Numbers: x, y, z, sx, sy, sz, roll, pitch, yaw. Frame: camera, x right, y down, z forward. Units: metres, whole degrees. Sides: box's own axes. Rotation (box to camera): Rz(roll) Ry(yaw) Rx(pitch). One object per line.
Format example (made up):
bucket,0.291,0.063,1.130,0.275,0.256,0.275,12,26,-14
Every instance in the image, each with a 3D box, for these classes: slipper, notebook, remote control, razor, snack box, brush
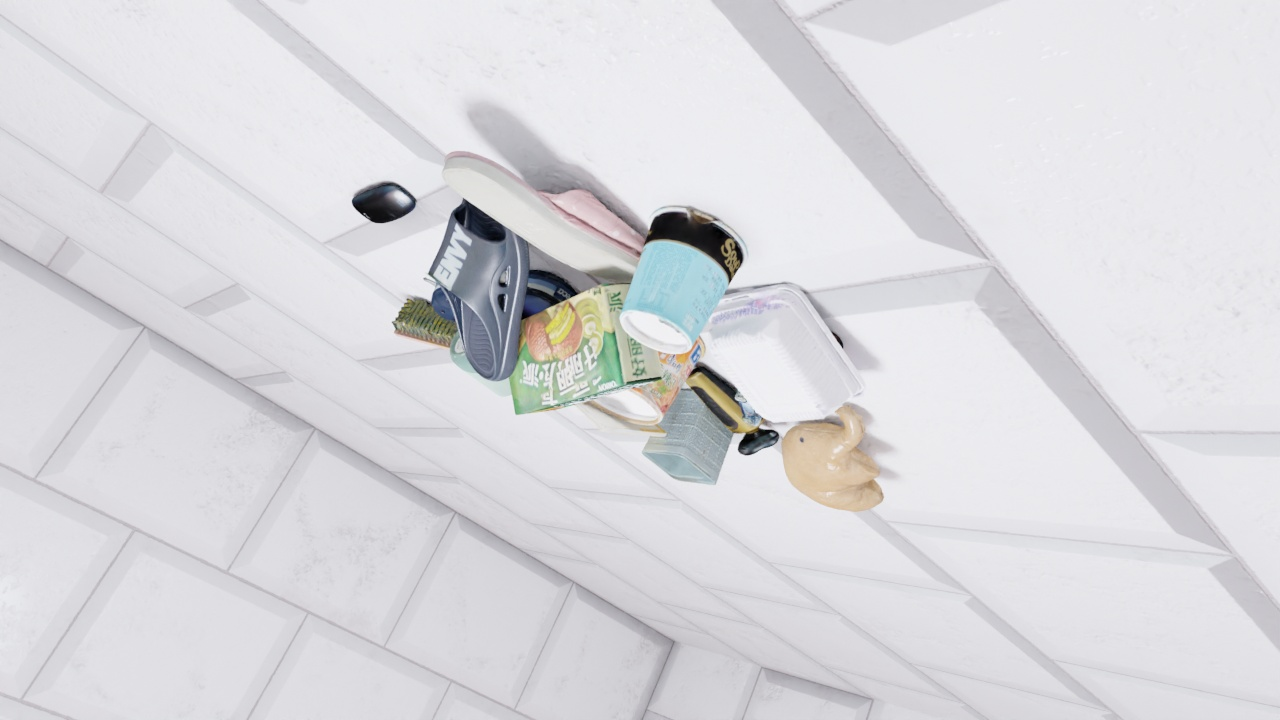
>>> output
slipper,-0.086,-0.154,0.977,0.274,0.054,0.114,28,165,-32
notebook,-0.072,0.042,1.281,0.206,0.010,0.145,40,-163,34
remote control,-0.338,-0.199,1.193,0.053,0.024,0.137,39,155,-32
razor,0.120,0.069,1.256,0.167,0.067,0.062,43,152,-23
slipper,-0.193,-0.080,1.072,0.111,0.083,0.269,35,134,33
snack box,-0.076,-0.009,1.086,0.063,0.114,0.241,-7,174,-38
slipper,-0.189,-0.064,1.250,0.253,0.095,0.105,1,145,40
brush,-0.319,-0.049,1.464,0.146,0.063,0.073,15,152,21

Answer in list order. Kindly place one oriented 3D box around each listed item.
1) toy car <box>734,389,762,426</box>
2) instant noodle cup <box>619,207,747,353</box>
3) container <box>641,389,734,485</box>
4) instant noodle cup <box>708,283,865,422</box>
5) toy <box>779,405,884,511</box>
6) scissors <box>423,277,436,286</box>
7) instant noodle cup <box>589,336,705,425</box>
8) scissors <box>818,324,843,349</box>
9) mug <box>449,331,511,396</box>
toy car,0.148,0.047,1.188,0.031,0.048,0.106,12,155,22
instant noodle cup,0.036,-0.076,0.935,0.111,0.120,0.111,22,158,9
container,0.076,0.108,1.318,0.090,0.111,0.090,-1,146,48
instant noodle cup,0.151,0.003,1.021,0.138,0.060,0.173,-10,127,47
toy,0.253,0.130,1.231,0.143,0.082,0.226,9,151,23
scissors,-0.229,-0.061,1.389,0.235,0.021,0.125,22,158,8
instant noodle cup,-0.007,0.007,1.181,0.151,0.111,0.151,22,158,9
scissors,0.185,0.005,1.099,0.214,0.015,0.197,35,156,-25
mug,-0.235,-0.008,1.388,0.112,0.082,0.106,11,158,49
